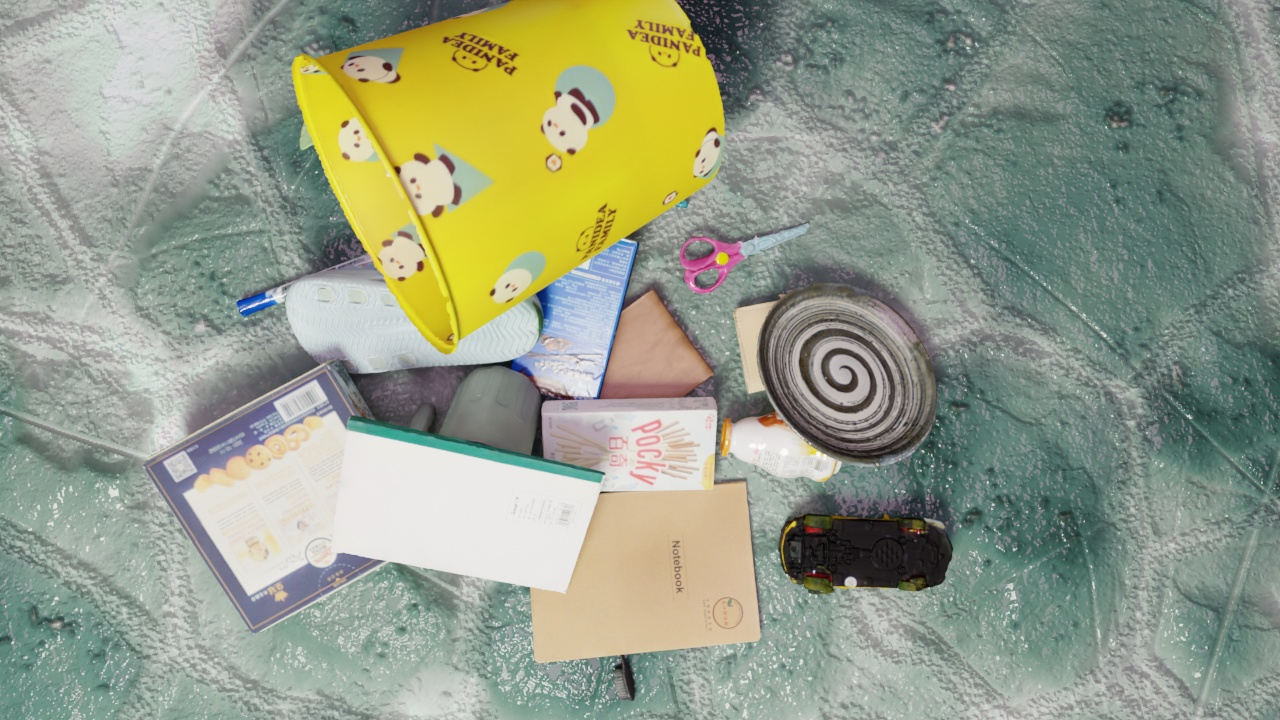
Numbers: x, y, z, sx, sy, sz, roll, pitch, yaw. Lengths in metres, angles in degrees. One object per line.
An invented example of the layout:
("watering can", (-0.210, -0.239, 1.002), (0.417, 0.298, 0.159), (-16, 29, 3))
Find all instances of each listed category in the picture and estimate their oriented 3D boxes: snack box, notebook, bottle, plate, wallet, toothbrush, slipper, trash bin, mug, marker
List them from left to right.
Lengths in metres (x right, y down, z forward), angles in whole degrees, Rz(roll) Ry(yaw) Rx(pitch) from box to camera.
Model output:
("snack box", (-0.306, 0.120, 0.815), (0.178, 0.046, 0.182), (-28, 100, -3))
("marker", (-0.307, -0.074, 0.864), (0.146, 0.017, 0.017), (-20, 86, -3))
("slipper", (-0.203, -0.047, 0.821), (0.246, 0.104, 0.074), (0, 41, 11))
("notebook", (-0.148, 0.127, 0.770), (0.209, 0.012, 0.151), (13, 124, -8))
("mug", (-0.153, 0.068, 0.805), (0.124, 0.103, 0.084), (-6, 127, 12))
("trash bin", (-0.090, -0.164, 0.699), (0.254, 0.230, 0.229), (-30, 86, -19))
("snack box", (-0.061, -0.043, 0.832), (0.084, 0.026, 0.157), (15, 101, 2))
("toothbrush", (-0.039, 0.223, 0.848), (0.016, 0.014, 0.189), (-20, 85, 22))
("snack box", (-0.010, 0.077, 0.836), (0.157, 0.026, 0.085), (-1, 116, -1))
("wallet", (-0.005, 0.005, 0.865), (0.115, 0.020, 0.101), (-35, 88, -1))
("notebook", (0.002, 0.192, 0.843), (0.207, 0.008, 0.147), (-4, 82, -5))
("bottle", (0.129, 0.076, 0.839), (0.108, 0.063, 0.063), (6, 85, -2))
("wallet", (0.149, -0.021, 0.869), (0.115, 0.024, 0.087), (-10, 90, -2))
("plate", (0.184, 0.013, 0.826), (0.179, 0.024, 0.179), (7, 63, -15))

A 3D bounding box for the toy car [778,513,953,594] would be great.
("toy car", (0.206, 0.177, 0.843), (0.156, 0.041, 0.071), (1, 85, 0))

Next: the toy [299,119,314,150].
("toy", (-0.173, -0.188, 0.835), (0.246, 0.090, 0.227), (25, 103, -7))

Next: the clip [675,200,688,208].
("clip", (0.021, -0.161, 0.882), (0.056, 0.014, 0.043), (15, 85, 2))

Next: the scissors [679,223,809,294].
("scissors", (0.101, -0.108, 0.878), (0.133, 0.017, 0.057), (-21, 100, -7))
